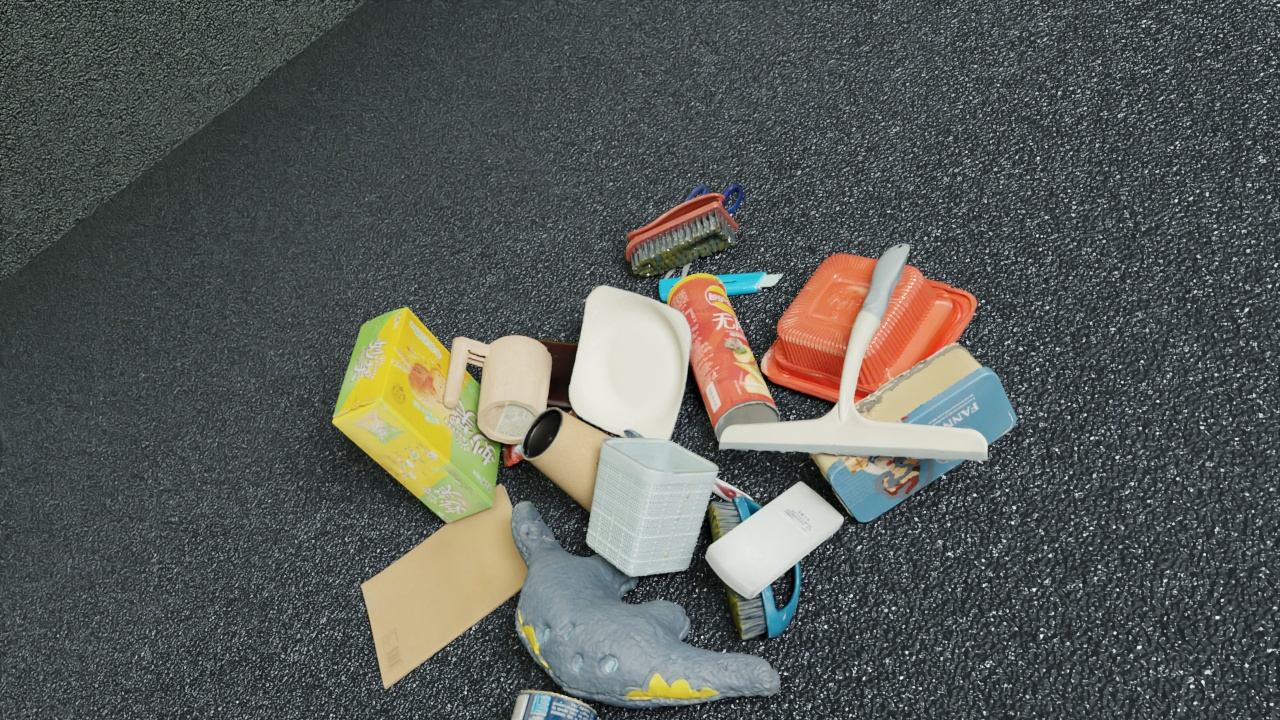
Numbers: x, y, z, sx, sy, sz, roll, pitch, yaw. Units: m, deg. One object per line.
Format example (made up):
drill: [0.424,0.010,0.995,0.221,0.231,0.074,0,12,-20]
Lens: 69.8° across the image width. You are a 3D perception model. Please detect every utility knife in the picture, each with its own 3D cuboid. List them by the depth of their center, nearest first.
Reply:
utility knife: [0.094,-0.091,1.111,0.167,0.018,0.034,-3,53,32]

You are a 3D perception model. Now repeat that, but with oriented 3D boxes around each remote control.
remote control: [0.120,0.158,0.814,0.134,0.019,0.056,-28,57,-37]

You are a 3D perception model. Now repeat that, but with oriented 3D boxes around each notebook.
notebook: [-0.221,0.252,1.042,0.211,0.012,0.149,-37,42,3]

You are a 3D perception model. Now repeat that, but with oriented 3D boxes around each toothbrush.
toothbrush: [0.047,0.111,0.959,0.188,0.017,0.016,27,75,41]

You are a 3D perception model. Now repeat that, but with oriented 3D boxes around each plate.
plate: [-0.006,0.006,1.041,0.164,0.034,0.164,22,106,37]

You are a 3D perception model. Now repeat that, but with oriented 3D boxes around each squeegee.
squeegee: [0.207,-0.026,0.831,0.247,0.039,0.245,-1,51,39]

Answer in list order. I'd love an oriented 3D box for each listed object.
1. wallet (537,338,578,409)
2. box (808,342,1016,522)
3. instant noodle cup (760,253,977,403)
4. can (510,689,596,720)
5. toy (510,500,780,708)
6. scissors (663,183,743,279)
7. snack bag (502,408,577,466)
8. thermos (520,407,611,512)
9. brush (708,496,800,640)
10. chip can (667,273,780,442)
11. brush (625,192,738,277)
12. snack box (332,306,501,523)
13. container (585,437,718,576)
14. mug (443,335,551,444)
wallet: [-0.102,0.017,1.158,0.122,0.020,0.096,6,58,36]
box: [0.244,0.061,0.816,0.184,0.090,0.059,-35,37,10]
instant noodle cup: [0.219,-0.038,0.930,0.189,0.079,0.164,18,65,46]
can: [-0.087,0.355,0.807,0.075,0.075,0.111,-8,50,30]
toy: [-0.040,0.242,0.862,0.137,0.091,0.357,-40,43,-23]
scissors: [0.069,-0.171,1.204,0.169,0.012,0.146,-40,43,1]
snack bag: [-0.118,0.093,1.096,0.105,0.026,0.045,-24,40,14]
thermos: [-0.051,0.110,0.955,0.093,0.143,0.092,-32,37,27]
brush: [0.107,0.185,0.837,0.073,0.055,0.143,-10,44,-3]
chip can: [0.086,-0.005,1.000,0.073,0.073,0.216,-29,42,11]
brush: [0.045,-0.158,1.157,0.146,0.063,0.069,-21,60,23]
snack box: [-0.247,0.065,1.065,0.070,0.210,0.157,-22,39,19]
container: [0.007,0.141,0.886,0.090,0.089,0.111,25,105,49]
mug: [-0.168,0.029,1.083,0.103,0.124,0.084,-91,27,-46]
